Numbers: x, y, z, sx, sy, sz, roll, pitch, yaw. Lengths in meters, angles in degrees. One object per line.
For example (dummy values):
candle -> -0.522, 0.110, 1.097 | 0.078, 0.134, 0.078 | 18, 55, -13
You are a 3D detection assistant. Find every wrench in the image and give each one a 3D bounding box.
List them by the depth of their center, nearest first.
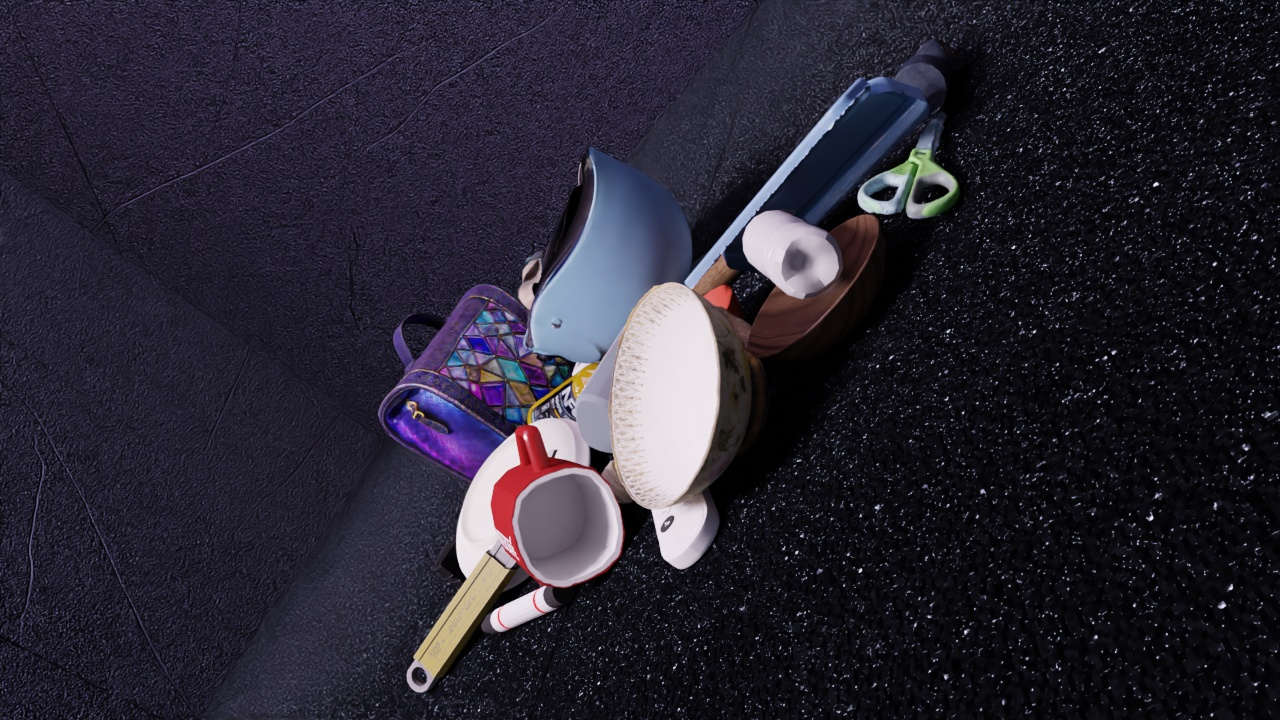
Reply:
wrench -> -0.127, 0.190, 0.798 | 0.274, 0.083, 0.018 | -56, -20, 14

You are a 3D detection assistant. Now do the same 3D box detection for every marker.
marker -> -0.096, 0.201, 0.733 | 0.146, 0.019, 0.019 | -37, 19, 48

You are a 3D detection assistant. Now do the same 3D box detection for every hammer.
hammer -> 0.149, -0.154, 0.815 | 0.323, 0.040, 0.129 | -44, 6, 38
hammer -> -0.113, 0.132, 0.948 | 0.306, 0.040, 0.132 | -43, 12, 30

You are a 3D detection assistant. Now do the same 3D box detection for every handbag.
handbag -> -0.209, 0.023, 1.146 | 0.126, 0.222, 0.204 | -41, 16, 41

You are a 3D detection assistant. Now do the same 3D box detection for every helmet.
helmet -> -0.039, -0.093, 0.996 | 0.225, 0.167, 0.266 | -69, 13, -13

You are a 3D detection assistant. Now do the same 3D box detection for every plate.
plate -> -0.121, 0.128, 0.869 | 0.183, 0.034, 0.182 | -35, 35, 29

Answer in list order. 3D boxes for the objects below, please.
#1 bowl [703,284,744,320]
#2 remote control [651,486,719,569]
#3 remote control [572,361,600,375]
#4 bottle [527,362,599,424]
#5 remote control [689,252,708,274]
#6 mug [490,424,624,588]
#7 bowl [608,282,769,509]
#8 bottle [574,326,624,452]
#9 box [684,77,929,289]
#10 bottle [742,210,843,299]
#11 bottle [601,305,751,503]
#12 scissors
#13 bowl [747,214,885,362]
bowl -> 0.047, -0.005, 0.764 | 0.122, 0.035, 0.121 | -48, 13, 15
remote control -> 0.027, 0.096, 0.609 | 0.043, 0.013, 0.136 | -50, 13, 9
remote control -> -0.046, -0.039, 1.148 | 0.060, 0.025, 0.138 | -38, 28, 63
bottle -> -0.058, 0.039, 0.968 | 0.187, 0.053, 0.053 | -34, 22, 52
remote control -> 0.082, -0.110, 0.976 | 0.131, 0.012, 0.033 | -29, 28, 59
mug -> -0.070, 0.103, 0.690 | 0.080, 0.116, 0.097 | -18, 4, -18
bowl -> 0.037, 0.025, 0.589 | 0.145, 0.063, 0.145 | 6, 90, 65
bottle -> -0.005, 0.005, 0.848 | 0.072, 0.046, 0.160 | 86, -153, -45
box -> 0.117, -0.133, 0.703 | 0.126, 0.039, 0.210 | -17, -22, -41
bottle -> 0.096, -0.074, 0.612 | 0.044, 0.044, 0.136 | -50, 13, 9
bottle -> 0.024, 0.038, 0.683 | 0.167, 0.059, 0.059 | -56, 11, 21
scissors -> 0.195, -0.138, 0.634 | 0.065, 0.033, 0.173 | 2, 38, 25
bowl -> 0.123, -0.039, 0.603 | 0.119, 0.032, 0.119 | -48, 13, 15
